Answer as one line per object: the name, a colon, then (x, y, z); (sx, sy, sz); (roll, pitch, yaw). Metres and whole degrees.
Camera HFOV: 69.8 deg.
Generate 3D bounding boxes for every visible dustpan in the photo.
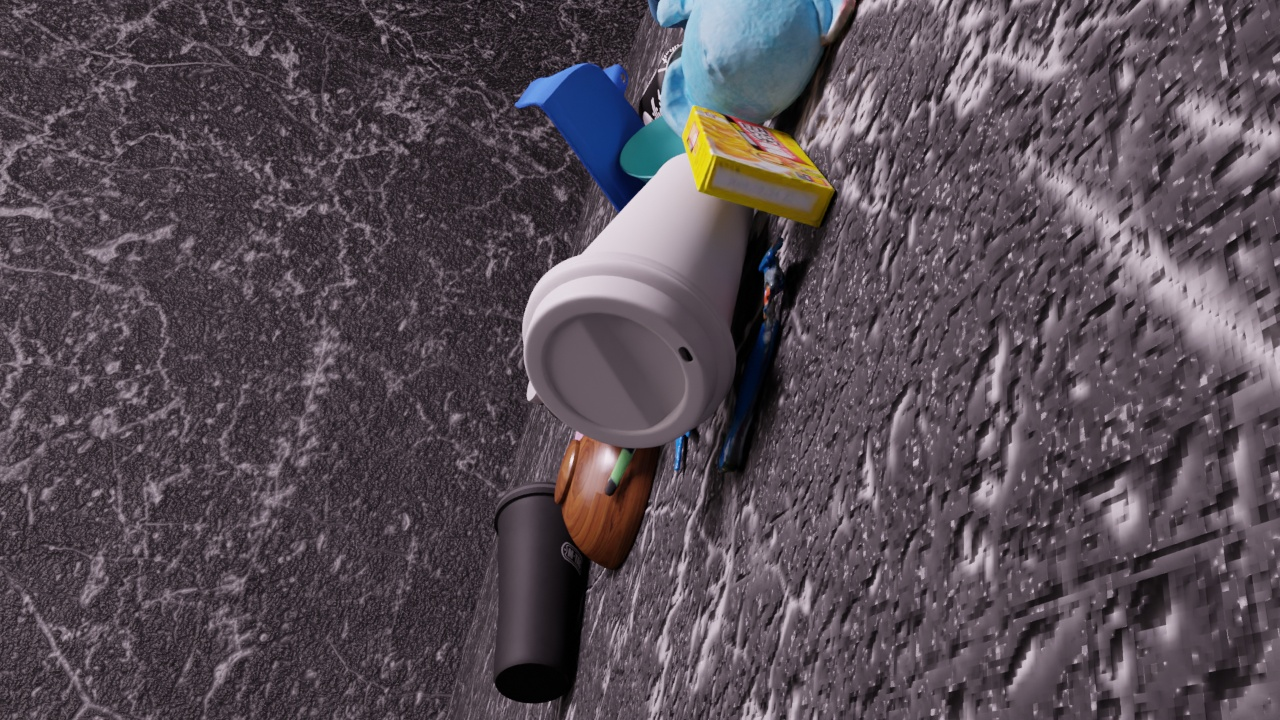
dustpan: (-0.026, -0.230, 0.939); (0.060, 0.245, 0.256); (-15, 43, 29)

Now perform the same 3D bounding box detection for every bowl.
bowl: (0.045, -0.190, 0.863); (0.120, 0.121, 0.046); (-83, -27, -47)
bowl: (-0.039, 0.108, 0.831); (0.147, 0.069, 0.147); (-165, 91, -81)

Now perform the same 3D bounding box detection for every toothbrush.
toothbrush: (0.012, 0.027, 0.764); (0.017, 0.014, 0.188); (69, -134, -86)

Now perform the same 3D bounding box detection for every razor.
razor: (0.069, -0.001, 0.546); (0.044, 0.018, 0.141); (90, -167, -87)

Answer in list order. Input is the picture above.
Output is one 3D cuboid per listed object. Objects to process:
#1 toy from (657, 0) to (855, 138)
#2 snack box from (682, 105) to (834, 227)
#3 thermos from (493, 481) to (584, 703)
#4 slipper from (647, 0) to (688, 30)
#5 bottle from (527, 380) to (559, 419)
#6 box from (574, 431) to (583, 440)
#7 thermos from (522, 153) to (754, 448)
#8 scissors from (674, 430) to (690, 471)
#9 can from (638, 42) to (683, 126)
toy: (0.076, -0.256, 0.667); (0.184, 0.114, 0.180); (-30, 67, 49)
snack box: (0.070, -0.127, 0.584); (0.152, 0.075, 0.025); (-93, 19, -65)
thermos: (-0.103, 0.230, 0.932); (0.218, 0.105, 0.106); (-93, 21, -51)
slipper: (0.048, -0.381, 0.927); (0.213, 0.059, 0.104); (19, -90, -60)
bottle: (-0.054, 0.036, 0.912); (0.060, 0.108, 0.060); (-53, 26, 41)
box: (-0.038, 0.027, 1.052); (0.181, 0.050, 0.232); (125, 159, -59)
thermos: (0.016, -0.055, 0.613); (0.221, 0.131, 0.132); (-64, -1, -49)
scissors: (0.036, 0.032, 0.714); (0.132, 0.020, 0.097); (-111, 36, -77)
can: (0.047, -0.285, 0.990); (0.146, 0.080, 0.080); (173, 113, -80)
